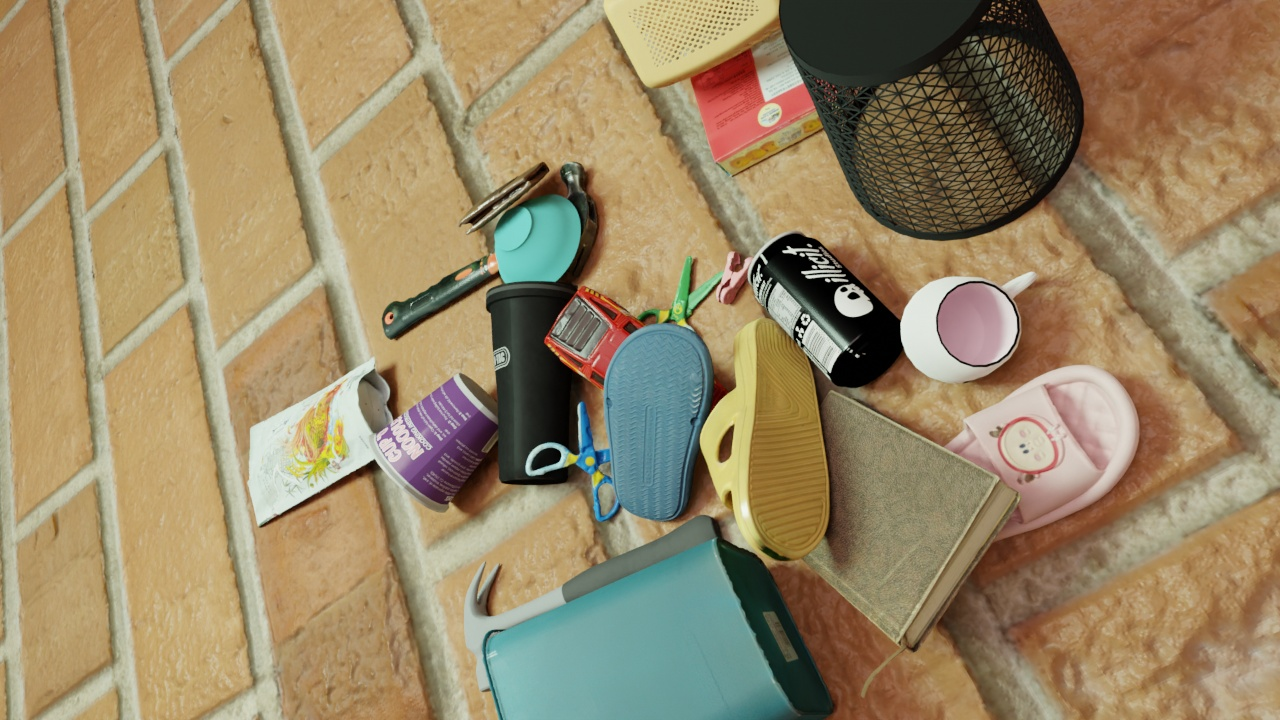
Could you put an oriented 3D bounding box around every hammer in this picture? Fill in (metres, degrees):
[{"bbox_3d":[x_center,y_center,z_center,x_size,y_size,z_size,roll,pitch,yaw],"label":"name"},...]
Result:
[{"bbox_3d":[-0.193,-0.110,1.124,0.334,0.033,0.133,-25,64,24],"label":"hammer"},{"bbox_3d":[-0.056,0.226,0.930,0.312,0.029,0.125,-28,62,21],"label":"hammer"}]

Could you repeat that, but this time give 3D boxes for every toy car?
[{"bbox_3d":[-0.006,0.006,0.928,0.189,0.056,0.081,36,97,10],"label":"toy car"}]

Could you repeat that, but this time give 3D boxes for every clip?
[{"bbox_3d":[0.093,-0.089,0.942,0.059,0.023,0.050,-41,53,13],"label":"clip"}]

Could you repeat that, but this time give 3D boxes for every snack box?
[{"bbox_3d":[0.131,-0.290,0.970,0.143,0.040,0.144,-24,63,24],"label":"snack box"}]

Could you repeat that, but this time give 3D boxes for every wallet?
[{"bbox_3d":[-0.156,-0.190,1.061,0.099,0.121,0.027,-32,104,15],"label":"wallet"}]

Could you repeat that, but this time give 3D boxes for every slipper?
[{"bbox_3d":[0.292,0.090,0.740,0.222,0.055,0.106,-37,61,19],"label":"slipper"},{"bbox_3d":[0.016,0.059,0.876,0.104,0.059,0.214,13,119,12],"label":"slipper"},{"bbox_3d":[0.105,0.072,0.803,0.079,0.099,0.262,-43,27,37],"label":"slipper"}]

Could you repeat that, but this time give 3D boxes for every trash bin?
[{"bbox_3d":[0.237,-0.247,0.767,0.217,0.243,0.216,-10,69,29],"label":"trash bin"},{"bbox_3d":[0.022,0.274,0.778,0.219,0.196,0.199,-32,61,12],"label":"trash bin"}]

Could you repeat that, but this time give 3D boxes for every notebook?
[{"bbox_3d":[0.181,0.139,0.757,0.190,0.034,0.215,-58,30,2],"label":"notebook"}]

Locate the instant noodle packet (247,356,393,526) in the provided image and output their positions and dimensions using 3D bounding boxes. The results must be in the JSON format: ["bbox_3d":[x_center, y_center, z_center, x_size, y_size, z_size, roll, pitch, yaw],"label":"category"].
[{"bbox_3d":[-0.428,0.105,1.188,0.270,0.057,0.146,-27,61,28],"label":"instant noodle packet"}]

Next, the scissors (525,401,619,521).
[{"bbox_3d":[-0.056,0.105,0.940,0.013,0.129,0.125,180,84,-75],"label":"scissors"}]

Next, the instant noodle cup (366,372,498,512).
[{"bbox_3d":[-0.219,0.083,1.039,0.122,0.122,0.137,-44,12,1],"label":"instant noodle cup"}]

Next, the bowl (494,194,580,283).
[{"bbox_3d":[-0.131,-0.142,1.044,0.121,0.046,0.121,-11,69,31],"label":"bowl"}]

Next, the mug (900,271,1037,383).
[{"bbox_3d":[0.280,-0.036,0.775,0.123,0.076,0.090,-36,89,-8],"label":"mug"}]

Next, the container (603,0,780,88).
[{"bbox_3d":[0.070,-0.372,0.944,0.184,0.129,0.166,-22,21,26],"label":"container"}]

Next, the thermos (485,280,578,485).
[{"bbox_3d":[-0.115,0.022,0.993,0.106,0.105,0.218,-9,75,29],"label":"thermos"}]

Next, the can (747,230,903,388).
[{"bbox_3d":[0.169,-0.048,0.845,0.080,0.080,0.146,-45,57,12],"label":"can"}]

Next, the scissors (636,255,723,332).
[{"bbox_3d":[0.046,-0.047,0.963,0.130,0.012,0.116,-41,59,16],"label":"scissors"}]
